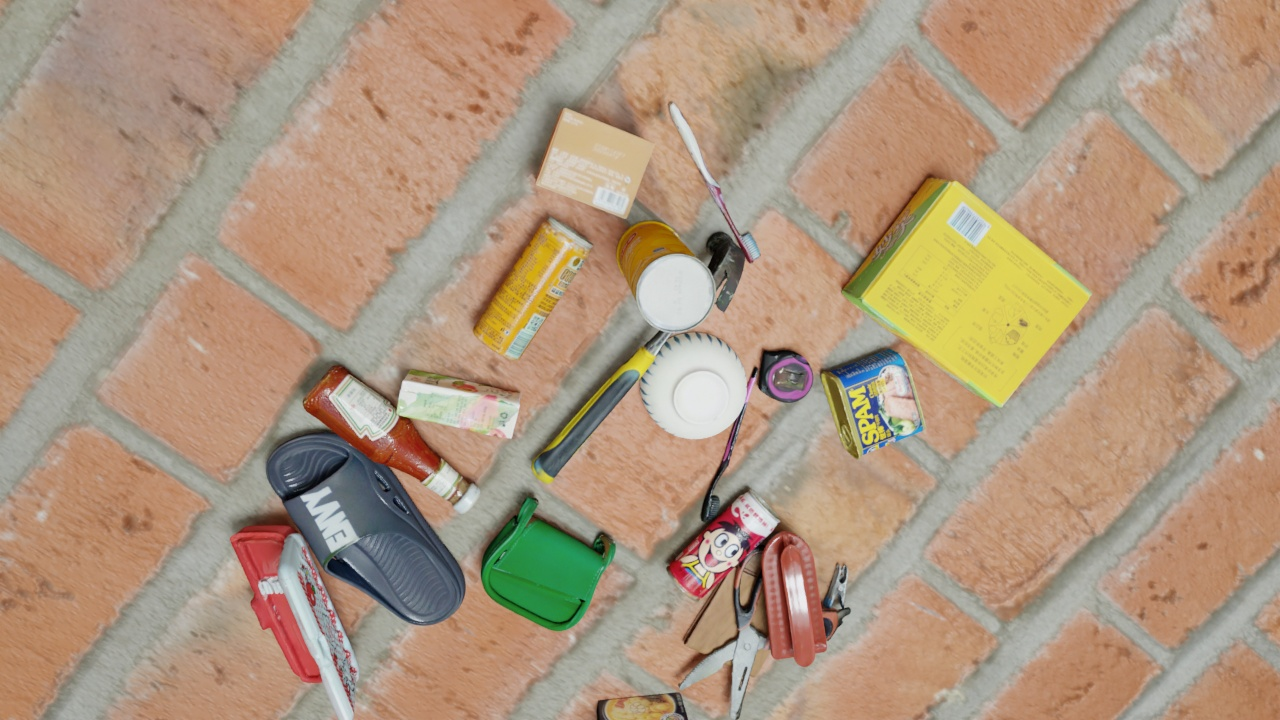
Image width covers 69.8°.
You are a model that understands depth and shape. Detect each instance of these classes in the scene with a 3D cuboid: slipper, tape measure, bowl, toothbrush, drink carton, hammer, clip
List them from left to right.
[{"bbox_3d":[-0.286,0.189,0.976,0.111,0.083,0.268,-37,106,1],"label":"slipper"},{"bbox_3d":[-0.190,0.047,0.964,0.122,0.053,0.045,12,103,-9],"label":"drink carton"},{"bbox_3d":[-0.006,0.006,0.954,0.032,0.126,0.324,38,104,-14],"label":"hammer"},{"bbox_3d":[0.060,0.033,0.983,0.116,0.066,0.116,-1,104,-6],"label":"bowl"},{"bbox_3d":[0.078,-0.185,0.957,0.017,0.016,0.187,-32,106,-6],"label":"toothbrush"},{"bbox_3d":[0.103,0.096,1.031,0.017,0.014,0.189,14,102,-20],"label":"toothbrush"},{"bbox_3d":[0.160,0.018,1.004,0.058,0.039,0.057,7,103,-8],"label":"tape measure"},{"bbox_3d":[0.234,0.268,1.084,0.043,0.027,0.058,8,99,-1],"label":"clip"}]

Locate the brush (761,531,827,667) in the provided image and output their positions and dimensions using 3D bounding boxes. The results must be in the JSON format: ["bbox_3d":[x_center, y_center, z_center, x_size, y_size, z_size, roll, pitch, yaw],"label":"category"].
[{"bbox_3d":[0.169,0.260,1.016,0.063,0.069,0.146,-9,99,-2],"label":"brush"}]

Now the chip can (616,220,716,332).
[{"bbox_3d":[0.019,-0.084,0.872,0.072,0.213,0.072,-1,106,-5],"label":"chip can"}]

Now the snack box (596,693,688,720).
[{"bbox_3d":[-0.005,0.440,1.053,0.125,0.113,0.053,-4,103,-6],"label":"snack box"}]

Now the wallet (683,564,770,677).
[{"bbox_3d":[0.121,0.307,1.084,0.101,0.020,0.115,28,97,-13],"label":"wallet"}]

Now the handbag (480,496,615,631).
[{"bbox_3d":[-0.104,0.226,1.017,0.131,0.068,0.120,32,91,-12],"label":"handbag"}]

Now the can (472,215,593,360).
[{"bbox_3d":[-0.111,-0.073,0.941,0.058,0.058,0.146,33,98,-13],"label":"can"}]

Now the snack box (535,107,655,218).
[{"bbox_3d":[-0.047,-0.194,0.899,0.092,0.094,0.077,19,101,-11],"label":"snack box"}]

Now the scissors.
[{"bbox_3d":[0.135,0.313,1.065,0.225,0.015,0.189,-23,99,1],"label":"scissors"}]

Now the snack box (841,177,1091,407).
[{"bbox_3d":[0.348,-0.072,0.987,0.210,0.070,0.158,34,98,-14],"label":"snack box"}]

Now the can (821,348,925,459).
[{"bbox_3d":[0.258,0.046,1.014,0.083,0.057,0.102,-21,106,-3],"label":"can"}]

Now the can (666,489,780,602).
[{"bbox_3d":[0.094,0.208,1.037,0.133,0.053,0.053,-45,104,6],"label":"can"}]

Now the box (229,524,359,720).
[{"bbox_3d":[-0.350,0.269,0.959,0.073,0.155,0.201,-31,119,-36],"label":"box"}]

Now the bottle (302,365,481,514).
[{"bbox_3d":[-0.256,0.088,0.965,0.206,0.059,0.060,41,96,-15],"label":"bottle"}]
